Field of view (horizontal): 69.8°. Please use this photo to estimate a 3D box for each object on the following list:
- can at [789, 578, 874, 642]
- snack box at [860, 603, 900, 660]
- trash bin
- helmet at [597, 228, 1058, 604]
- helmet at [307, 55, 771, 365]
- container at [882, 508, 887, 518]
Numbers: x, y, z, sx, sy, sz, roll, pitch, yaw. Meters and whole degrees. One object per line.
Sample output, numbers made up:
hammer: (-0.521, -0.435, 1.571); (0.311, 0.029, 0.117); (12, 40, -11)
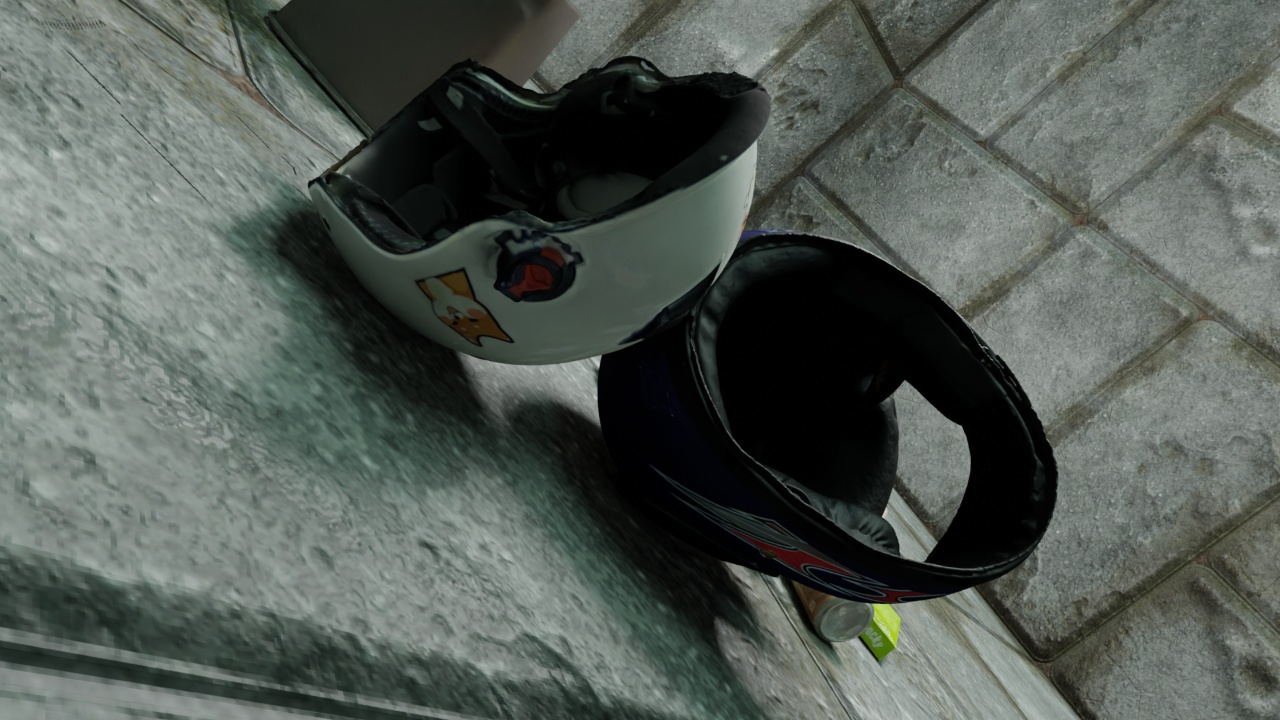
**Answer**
can: (0.177, 0.212, 0.885); (0.058, 0.058, 0.116); (43, 12, -27)
snack box: (0.258, 0.283, 1.048); (0.086, 0.026, 0.156); (51, 10, 14)
trash bin: (-0.195, -0.328, 0.892); (0.198, 0.220, 0.198); (48, 12, -1)
helmet: (0.117, 0.050, 0.697); (0.315, 0.246, 0.241); (37, -20, -1)
helmet: (-0.054, -0.081, 0.570); (0.229, 0.274, 0.157); (-68, 156, -49)
container: (0.223, 0.188, 1.049); (0.090, 0.090, 0.110); (33, 10, 14)
